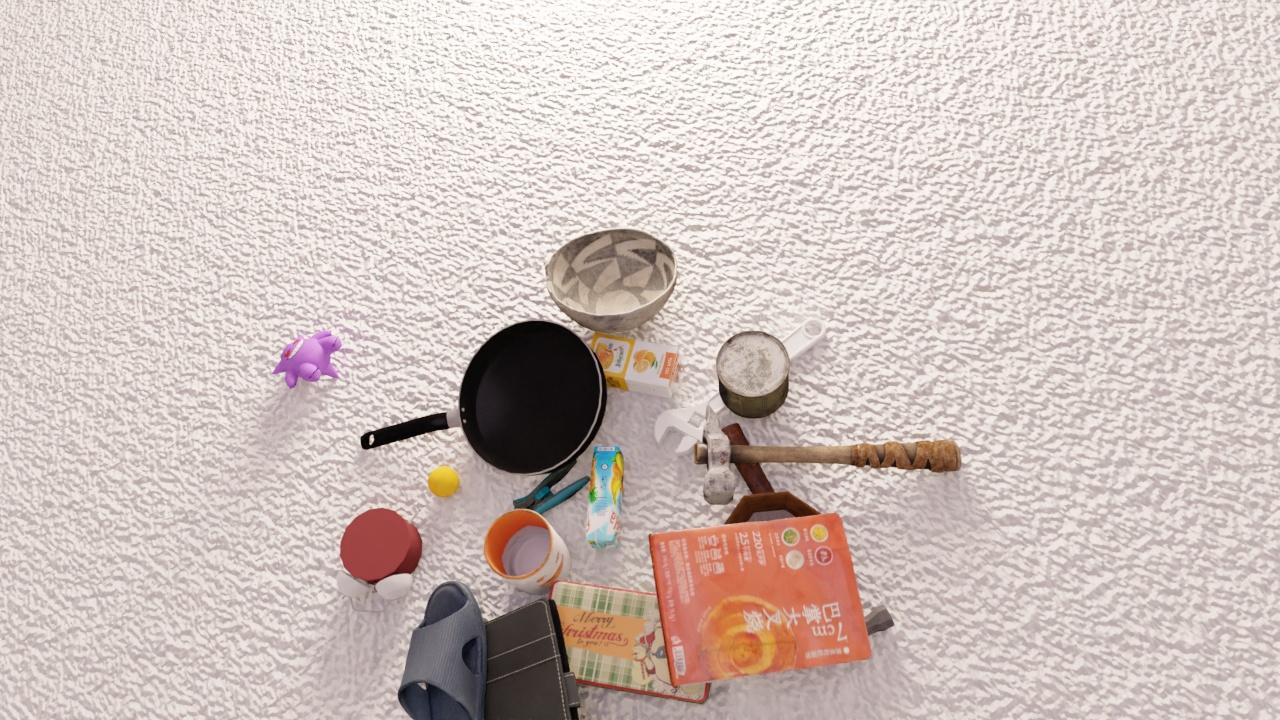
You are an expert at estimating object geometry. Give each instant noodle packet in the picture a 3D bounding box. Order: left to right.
[{"bbox_3d":[0.128,0.258,1.002,0.221,0.084,0.164,-9,67,1],"label":"instant noodle packet"}]

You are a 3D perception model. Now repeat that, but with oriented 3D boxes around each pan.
[{"bbox_3d":[-0.209,0.069,1.210,0.356,0.044,0.204,-16,72,16],"label":"pan"}]

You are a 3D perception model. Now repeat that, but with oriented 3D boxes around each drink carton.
[{"bbox_3d":[-0.043,0.171,1.142,0.039,0.044,0.128,-1,64,9],"label":"drink carton"},{"bbox_3d":[-0.007,0.007,1.213,0.122,0.040,0.058,10,68,14],"label":"drink carton"}]

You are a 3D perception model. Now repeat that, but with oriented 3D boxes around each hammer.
[{"bbox_3d":[0.173,0.204,1.098,0.111,0.028,0.300,-26,64,-4],"label":"hammer"},{"bbox_3d":[0.224,0.113,1.106,0.319,0.049,0.121,0,57,1],"label":"hammer"}]

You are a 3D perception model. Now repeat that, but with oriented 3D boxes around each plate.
[{"bbox_3d":[0.155,0.216,1.056,0.131,0.025,0.131,-3,73,11],"label":"plate"}]

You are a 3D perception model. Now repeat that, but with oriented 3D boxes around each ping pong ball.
[{"bbox_3d":[-0.255,0.157,1.186,0.040,0.040,0.040,-4,65,8],"label":"ping pong ball"}]

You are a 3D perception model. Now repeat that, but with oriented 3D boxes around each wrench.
[{"bbox_3d":[0.133,0.031,1.192,0.273,0.018,0.066,-37,65,-9],"label":"wrench"}]

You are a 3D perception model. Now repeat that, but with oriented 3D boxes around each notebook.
[{"bbox_3d":[-0.137,0.390,1.032,0.170,0.029,0.208,-27,64,27],"label":"notebook"}]

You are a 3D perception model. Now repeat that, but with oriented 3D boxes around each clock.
[{"bbox_3d":[-0.328,0.247,1.153,0.096,0.048,0.137,1,66,10],"label":"clock"}]

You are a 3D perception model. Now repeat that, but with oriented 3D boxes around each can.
[{"bbox_3d":[0.141,0.019,1.145,0.090,0.075,0.089,-3,65,7],"label":"can"}]

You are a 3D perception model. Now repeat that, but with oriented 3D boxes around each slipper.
[{"bbox_3d":[-0.232,0.384,1.040,0.101,0.082,0.263,-24,63,34],"label":"slipper"}]

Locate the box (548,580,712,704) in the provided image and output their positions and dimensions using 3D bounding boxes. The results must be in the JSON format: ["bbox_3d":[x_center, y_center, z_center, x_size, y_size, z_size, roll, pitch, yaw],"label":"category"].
[{"bbox_3d":[-0.013,0.326,1.063,0.206,0.050,0.117,6,66,13],"label":"box"}]

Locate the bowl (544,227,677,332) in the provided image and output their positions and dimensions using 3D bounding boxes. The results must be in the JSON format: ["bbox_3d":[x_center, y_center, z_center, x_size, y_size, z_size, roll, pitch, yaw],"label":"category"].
[{"bbox_3d":[-0.035,-0.096,1.239,0.178,0.081,0.178,-5,48,5],"label":"bowl"}]

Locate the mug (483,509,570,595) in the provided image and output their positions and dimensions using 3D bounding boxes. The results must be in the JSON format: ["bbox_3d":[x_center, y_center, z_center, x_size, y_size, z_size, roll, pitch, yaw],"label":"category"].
[{"bbox_3d":[-0.132,0.231,1.095,0.082,0.105,0.082,-4,65,8],"label":"mug"}]

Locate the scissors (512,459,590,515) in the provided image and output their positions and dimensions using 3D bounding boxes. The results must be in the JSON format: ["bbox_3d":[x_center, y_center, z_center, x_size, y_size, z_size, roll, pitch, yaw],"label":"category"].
[{"bbox_3d":[-0.128,0.176,1.166,0.126,0.019,0.143,-1,51,27],"label":"scissors"}]

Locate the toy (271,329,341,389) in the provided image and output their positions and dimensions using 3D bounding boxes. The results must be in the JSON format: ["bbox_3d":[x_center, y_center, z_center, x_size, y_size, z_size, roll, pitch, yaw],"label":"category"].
[{"bbox_3d":[-0.467,-0.001,1.289,0.088,0.056,0.105,14,58,19],"label":"toy"}]
